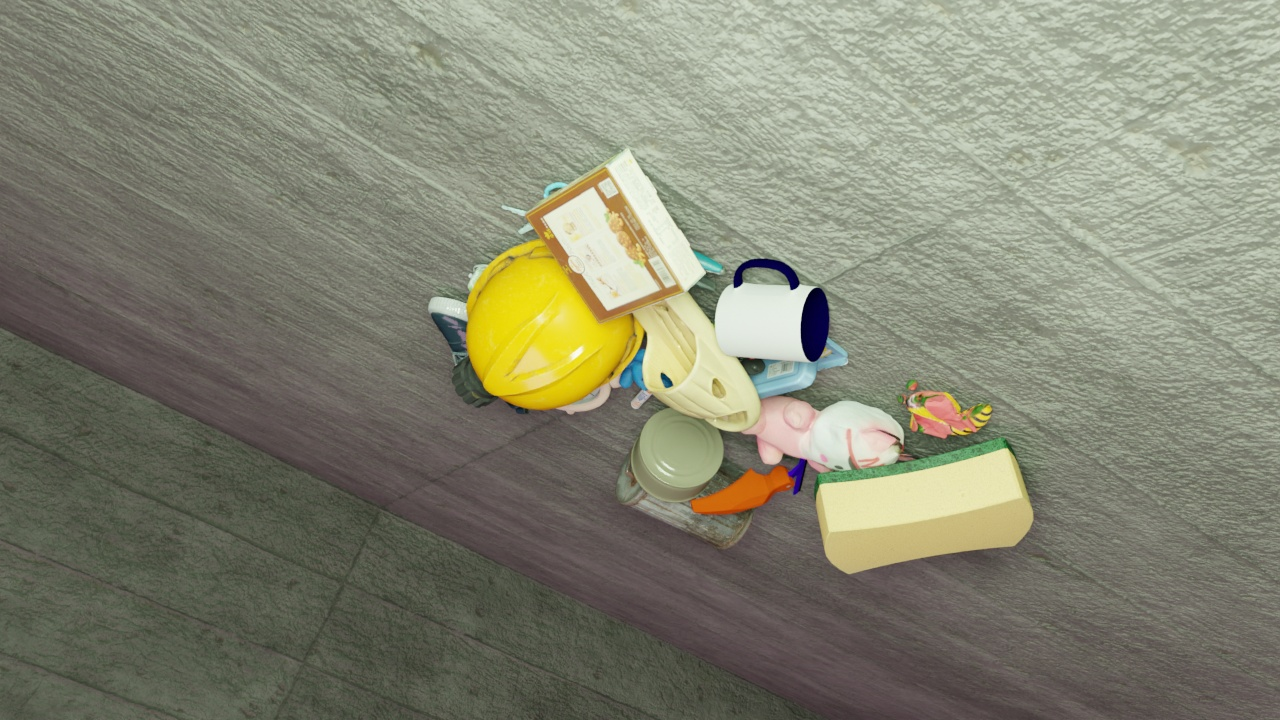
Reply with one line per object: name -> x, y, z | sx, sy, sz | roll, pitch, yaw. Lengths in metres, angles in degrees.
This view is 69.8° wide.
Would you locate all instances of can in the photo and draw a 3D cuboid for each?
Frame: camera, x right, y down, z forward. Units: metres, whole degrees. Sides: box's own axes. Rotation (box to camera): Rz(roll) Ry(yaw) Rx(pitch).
can -> 0.054, 0.138, 1.353 | 0.128, 0.127, 0.073 | 22, 154, 1

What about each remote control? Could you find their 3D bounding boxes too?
remote control -> 0.092, -0.002, 1.110 | 0.033, 0.015, 0.147 | -12, -165, -32

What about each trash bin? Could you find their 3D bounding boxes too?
trash bin -> 0.067, 0.208, 1.484 | 0.211, 0.130, 0.131 | 29, 155, -19

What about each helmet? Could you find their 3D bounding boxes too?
helmet -> -0.126, -0.017, 1.079 | 0.256, 0.131, 0.205 | -30, 108, 38

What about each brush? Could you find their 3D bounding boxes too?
brush -> 0.350, 0.188, 1.148 | 0.250, 0.075, 0.195 | -13, 150, 13

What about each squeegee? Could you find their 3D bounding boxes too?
squeegee -> 0.165, 0.191, 1.359 | 0.185, 0.055, 0.250 | -16, 152, -3

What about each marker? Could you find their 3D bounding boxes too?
marker -> 0.012, 0.041, 1.321 | 0.017, 0.017, 0.146 | 25, 156, -6

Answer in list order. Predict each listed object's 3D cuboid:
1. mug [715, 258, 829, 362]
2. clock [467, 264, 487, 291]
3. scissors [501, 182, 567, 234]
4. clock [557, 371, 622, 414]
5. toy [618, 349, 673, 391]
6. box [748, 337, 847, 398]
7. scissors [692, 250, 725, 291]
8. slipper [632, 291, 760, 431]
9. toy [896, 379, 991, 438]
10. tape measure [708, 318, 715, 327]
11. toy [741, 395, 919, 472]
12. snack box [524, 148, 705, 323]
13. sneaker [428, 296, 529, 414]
mug -> 0.136, -0.055, 0.964 | 0.097, 0.078, 0.112 | 5, 123, 33
clock -> -0.168, -0.086, 1.178 | 0.095, 0.042, 0.119 | -2, 146, 40
scissors -> -0.090, -0.149, 1.015 | 0.120, 0.015, 0.139 | 42, 154, -21
clock -> -0.098, 0.005, 1.284 | 0.131, 0.086, 0.161 | 34, 144, -23
toy -> -0.007, 0.007, 1.178 | 0.176, 0.071, 0.112 | 17, -172, 11
box -> 0.157, 0.021, 1.112 | 0.079, 0.072, 0.211 | 20, 158, -30
scissors -> 0.025, -0.116, 0.987 | 0.150, 0.019, 0.131 | 1, 146, 41
slipper -> 0.046, 0.002, 1.031 | 0.111, 0.079, 0.261 | 1, 132, 48
toy -> 0.348, 0.060, 1.053 | 0.103, 0.046, 0.084 | 15, 142, 4
tape measure -> 0.080, -0.033, 1.081 | 0.066, 0.036, 0.058 | 17, 175, 39
toy -> 0.237, 0.095, 1.165 | 0.213, 0.084, 0.142 | 7, 153, 33
snack box -> -0.028, -0.119, 0.924 | 0.147, 0.041, 0.143 | -17, 112, 50
sneaker -> -0.233, -0.004, 1.345 | 0.089, 0.087, 0.235 | -1, 148, 41
